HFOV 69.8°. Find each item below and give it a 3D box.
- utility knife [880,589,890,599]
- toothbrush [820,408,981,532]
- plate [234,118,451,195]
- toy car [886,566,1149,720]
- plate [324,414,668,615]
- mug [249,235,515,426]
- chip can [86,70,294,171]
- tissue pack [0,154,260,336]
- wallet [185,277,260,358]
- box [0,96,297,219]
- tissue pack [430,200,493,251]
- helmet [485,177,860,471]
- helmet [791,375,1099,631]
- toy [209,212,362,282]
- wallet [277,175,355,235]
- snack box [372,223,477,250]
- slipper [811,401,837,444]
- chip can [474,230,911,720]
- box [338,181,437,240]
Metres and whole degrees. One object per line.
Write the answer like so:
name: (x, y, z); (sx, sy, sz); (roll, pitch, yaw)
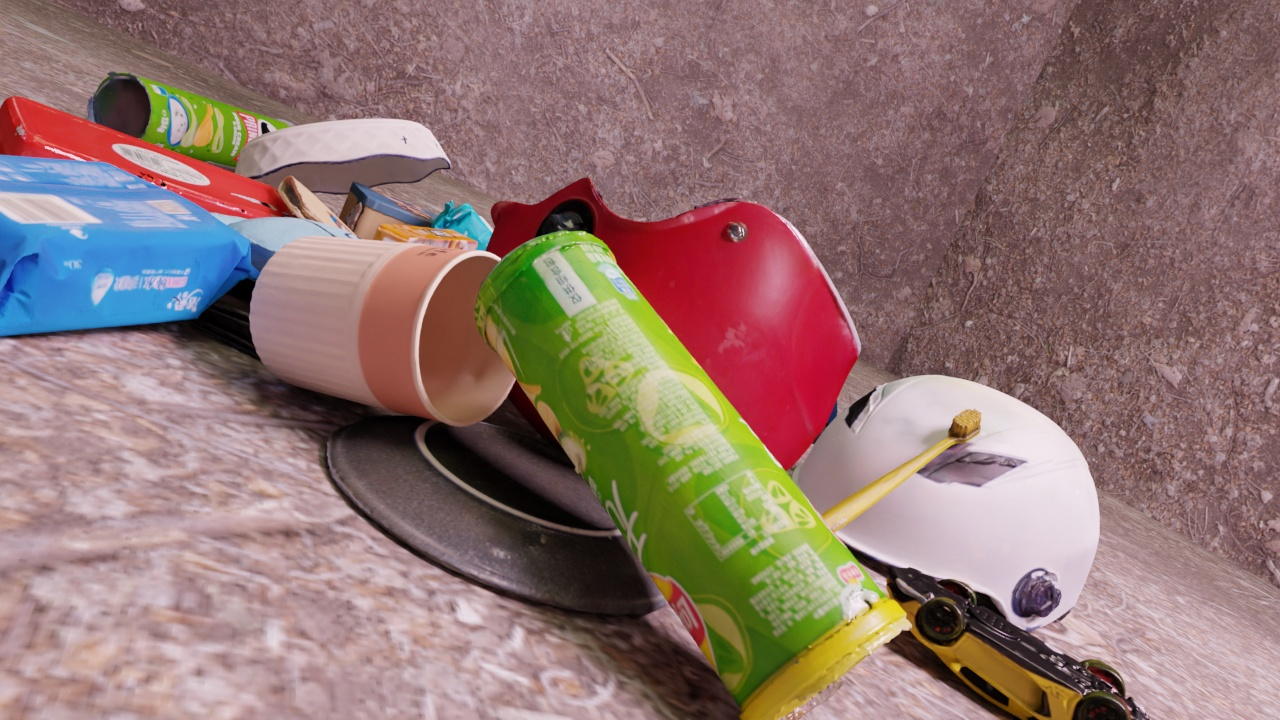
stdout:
utility knife: (0.135, 0.138, 0.546); (0.167, 0.018, 0.031); (23, 13, -6)
toothbrush: (0.162, 0.078, 0.603); (0.189, 0.017, 0.016); (-27, 44, -27)
plate: (-0.295, -0.198, 0.905); (0.205, 0.045, 0.205); (-8, 4, 0)
toy car: (0.201, 0.163, 0.497); (0.156, 0.041, 0.071); (31, 10, 23)
plate: (-0.057, 0.061, 0.436); (0.179, 0.024, 0.179); (25, 9, -4)
mug: (-0.117, -0.011, 0.458); (0.106, 0.081, 0.114); (10, -22, 26)
chip can: (-0.443, -0.232, 0.938); (0.072, 0.072, 0.235); (27, 10, 11)
tissue pack: (-0.260, -0.052, 0.420); (0.095, 0.052, 0.157); (30, 17, 13)
wallet: (-0.213, -0.026, 0.536); (0.096, 0.020, 0.122); (25, 6, -2)
box: (-0.364, -0.137, 0.669); (0.161, 0.059, 0.200); (28, 7, 37)
tissue pack: (-0.144, -0.091, 0.854); (0.133, 0.050, 0.093); (53, -2, -19)
helmet: (-0.003, 0.003, 0.538); (0.240, 0.143, 0.207); (13, -19, 25)
helmet: (0.254, 0.091, 0.728); (0.258, 0.146, 0.229); (18, 11, -37)
toy: (-0.208, -0.061, 0.545); (0.161, 0.050, 0.156); (12, 5, -44)
wallet: (-0.230, -0.089, 0.717); (0.115, 0.024, 0.087); (51, -1, -38)
snack box: (-0.166, -0.059, 0.673); (0.026, 0.075, 0.153); (25, 9, 3)
slipper: (0.127, 0.032, 0.853); (0.095, 0.105, 0.252); (23, 8, 38)
chip can: (0.010, 0.038, 0.377); (0.221, 0.073, 0.072); (53, 21, 25)
box: (-0.211, -0.115, 0.928); (0.184, 0.062, 0.090); (17, 13, -35)
